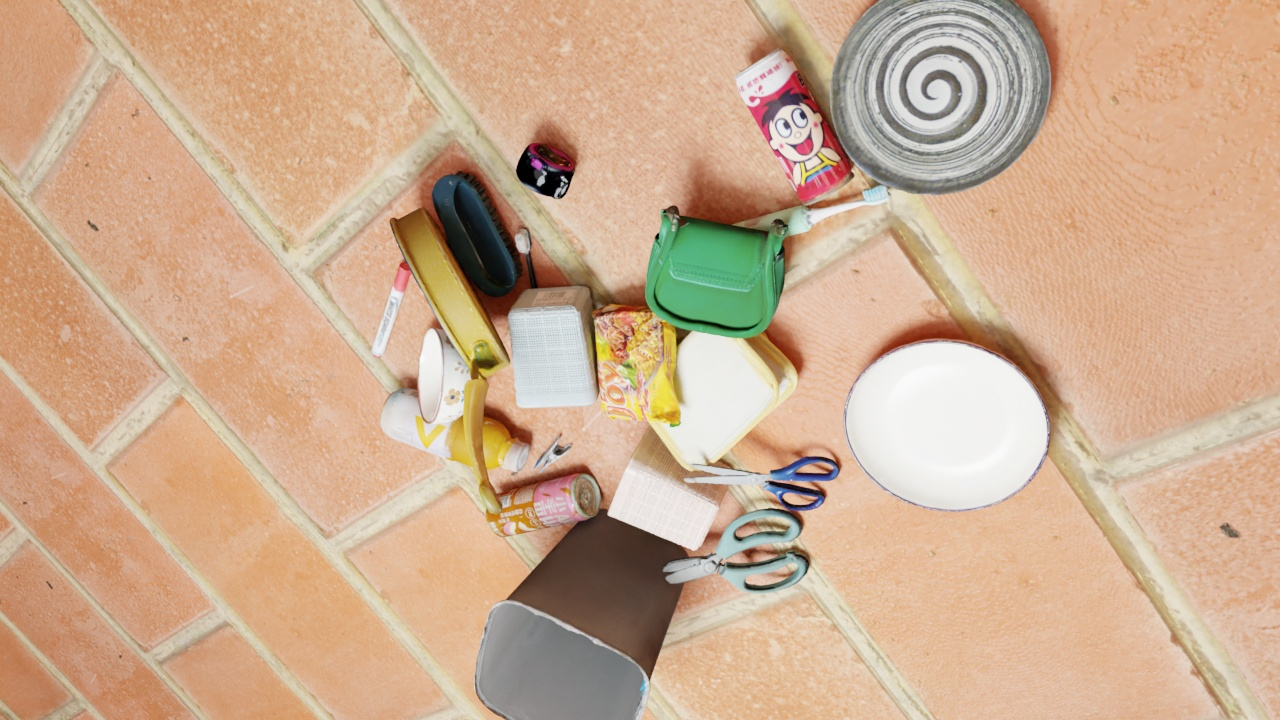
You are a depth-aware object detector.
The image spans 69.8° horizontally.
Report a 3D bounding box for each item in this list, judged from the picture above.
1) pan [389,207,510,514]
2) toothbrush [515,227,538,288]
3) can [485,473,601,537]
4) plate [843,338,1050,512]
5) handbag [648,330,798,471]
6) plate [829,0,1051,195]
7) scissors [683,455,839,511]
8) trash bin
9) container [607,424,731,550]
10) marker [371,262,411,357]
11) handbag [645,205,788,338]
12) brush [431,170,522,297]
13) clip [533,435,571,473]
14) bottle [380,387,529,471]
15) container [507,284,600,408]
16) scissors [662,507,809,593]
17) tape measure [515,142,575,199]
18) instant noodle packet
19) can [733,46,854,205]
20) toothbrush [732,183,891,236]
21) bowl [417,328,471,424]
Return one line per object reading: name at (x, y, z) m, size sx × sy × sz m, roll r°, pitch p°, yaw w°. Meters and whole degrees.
pan at (-0.181, -0.005, 0.932) m, size 0.078 × 0.357 × 0.198 m, roll -29°, pitch 147°, yaw -4°
toothbrush at (-0.117, -0.062, 1.040) m, size 0.016 × 0.018 × 0.181 m, roll -2°, pitch 118°, yaw 17°
can at (-0.124, 0.182, 1.151) m, size 0.148 × 0.057 × 0.058 m, roll -17°, pitch 109°, yaw 31°
plate at (0.300, 0.060, 0.907) m, size 0.192 × 0.038 × 0.193 m, roll 11°, pitch 120°, yaw 19°
handbag at (0.061, 0.008, 0.982) m, size 0.178 × 0.063 × 0.164 m, roll 50°, pitch 126°, yaw 10°
plate at (0.252, -0.230, 0.779) m, size 0.179 × 0.024 × 0.180 m, roll 11°, pitch 121°, yaw 18°
scissors at (0.135, 0.121, 0.983) m, size 0.172 × 0.012 × 0.133 m, roll 35°, pitch 115°, yaw -30°
trash bin at (-0.054, 0.316, 1.095) m, size 0.199 × 0.219 × 0.199 m, roll 24°, pitch 123°, yaw 11°
container at (0.036, 0.147, 1.044) m, size 0.111 × 0.090 × 0.090 m, roll 24°, pitch 124°, yaw 6°
marker at (-0.306, -0.059, 1.124) m, size 0.017 × 0.017 × 0.146 m, roll 33°, pitch 125°, yaw 5°
handbag at (0.073, -0.088, 0.877) m, size 0.131 × 0.067 × 0.120 m, roll 10°, pitch 134°, yaw 9°
brush at (-0.181, -0.132, 0.994) m, size 0.055 × 0.073 × 0.144 m, roll -18°, pitch 110°, yaw 21°
clip at (-0.109, 0.116, 1.130) m, size 0.032 × 0.025 × 0.057 m, roll 41°, pitch 119°, yaw -8°
bottle at (-0.230, 0.091, 1.141) m, size 0.190 × 0.067 × 0.068 m, roll 18°, pitch 123°, yaw 14°
container at (-0.092, -0.017, 1.002) m, size 0.090 × 0.089 × 0.111 m, roll -3°, pitch 114°, yaw 8°
scissors at (0.112, 0.242, 1.065) m, size 0.180 × 0.019 × 0.143 m, roll -23°, pitch 113°, yaw 6°
tape measure at (-0.095, -0.195, 0.932) m, size 0.058 × 0.057 × 0.039 m, roll 26°, pitch 120°, yaw -9°
instant noodle packet at (-0.006, 0.006, 0.972) m, size 0.111 × 0.044 × 0.128 m, roll 6°, pitch 105°, yaw 42°
can at (0.137, -0.210, 0.823) m, size 0.053 × 0.053 × 0.133 m, roll -24°, pitch 105°, yaw 32°
toothbrush at (0.131, -0.130, 0.885) m, size 0.225 × 0.026 × 0.027 m, roll -12°, pitch 131°, yaw 29°
bowl at (-0.223, 0.019, 1.092) m, size 0.062 × 0.113 × 0.114 m, roll 2°, pitch 129°, yaw -28°
